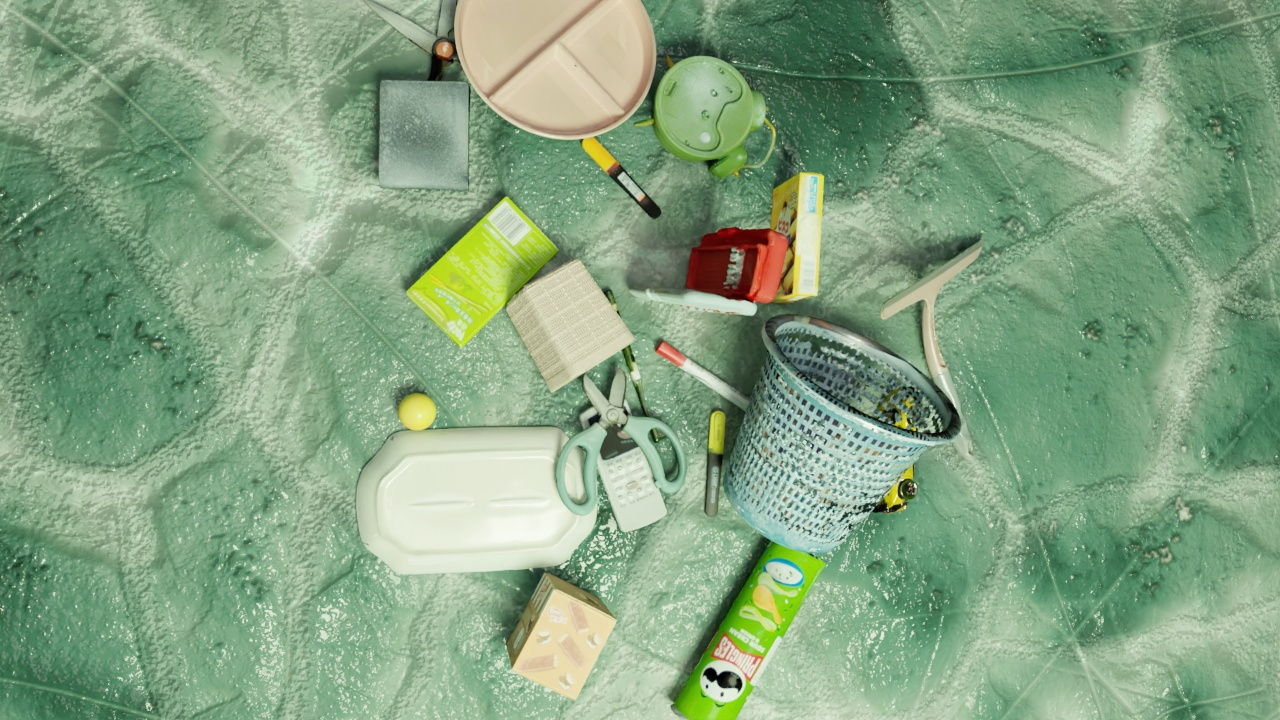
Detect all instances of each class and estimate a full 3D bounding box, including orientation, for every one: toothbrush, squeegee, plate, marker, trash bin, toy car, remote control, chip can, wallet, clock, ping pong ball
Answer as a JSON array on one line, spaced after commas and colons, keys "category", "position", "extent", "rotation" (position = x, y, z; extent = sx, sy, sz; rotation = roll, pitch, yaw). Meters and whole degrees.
[{"category": "toothbrush", "position": [-0.006, 0.006, 1.059], "extent": [0.017, 0.012, 0.186], "rotation": [-19, 92, -17]}, {"category": "squeegee", "position": [0.367, 0.007, 1.111], "extent": [0.246, 0.040, 0.250], "rotation": [-28, 109, -40]}, {"category": "plate", "position": [-0.094, -0.355, 1.031], "extent": [0.229, 0.028, 0.229], "rotation": [2, 82, -17]}, {"category": "marker", "position": [0.087, 0.121, 1.073], "extent": [0.018, 0.015, 0.124], "rotation": [4, 89, -8]}, {"category": "trash bin", "position": [0.193, 0.089, 0.992], "extent": [0.226, 0.226, 0.195], "rotation": [21, 116, -10]}, {"category": "toy car", "position": [0.299, 0.105, 1.089], "extent": [0.041, 0.071, 0.155], "rotation": [12, 84, -15]}, {"category": "marker", "position": [0.081, 0.022, 1.074], "extent": [0.145, 0.017, 0.017], "rotation": [34, 82, -9]}, {"category": "remote control", "position": [-0.020, 0.119, 1.048], "extent": [0.058, 0.021, 0.150], "rotation": [-21, 93, -12]}, {"category": "plate", "position": [-0.176, 0.154, 1.008], "extent": [0.265, 0.034, 0.162], "rotation": [0, 88, -12]}, {"category": "chip can", "position": [0.125, 0.313, 1.047], "extent": [0.072, 0.072, 0.235], "rotation": [34, 81, -9]}, {"category": "wallet", "position": [-0.234, -0.245, 0.999], "extent": [0.097, 0.019, 0.121], "rotation": [0, 88, -6]}, {"category": "marker", "position": [-0.022, -0.211, 1.062], "extent": [0.124, 0.015, 0.018], "rotation": [45, 82, -10]}, {"category": "clock", "position": [0.083, -0.279, 1.063], "extent": [0.161, 0.056, 0.116], "rotation": [26, 84, -10]}, {"category": "ping pong ball", "position": [-0.242, 0.055, 0.995], "extent": [0.040, 0.040, 0.040], "rotation": [0, 88, -12]}]

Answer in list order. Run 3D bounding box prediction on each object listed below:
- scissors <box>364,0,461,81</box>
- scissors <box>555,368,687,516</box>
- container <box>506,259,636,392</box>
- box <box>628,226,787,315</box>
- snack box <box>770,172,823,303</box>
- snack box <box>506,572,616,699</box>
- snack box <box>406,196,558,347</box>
[{"category": "scissors", "position": [-0.207, -0.328, 1.022], "extent": [0.221, 0.022, 0.233], "rotation": [13, 87, -11]}, {"category": "scissors", "position": [-0.013, 0.100, 1.029], "extent": [0.181, 0.019, 0.170], "rotation": [18, 77, -17]}, {"category": "container", "position": [-0.081, -0.039, 1.000], "extent": [0.089, 0.090, 0.111], "rotation": [-33, 92, -27]}, {"category": "box", "position": [0.065, -0.097, 0.977], "extent": [0.100, 0.201, 0.102], "rotation": [12, 92, -18]}, {"category": "snack box", "position": [0.178, -0.139, 1.062], "extent": [0.033, 0.087, 0.140], "rotation": [6, 87, -12]}, {"category": "snack box", "position": [-0.087, 0.295, 0.992], "extent": [0.077, 0.093, 0.094], "rotation": [29, 83, -10]}, {"category": "snack box", "position": [-0.175, -0.098, 1.020], "extent": [0.086, 0.026, 0.156], "rotation": [45, 80, -7]}]
